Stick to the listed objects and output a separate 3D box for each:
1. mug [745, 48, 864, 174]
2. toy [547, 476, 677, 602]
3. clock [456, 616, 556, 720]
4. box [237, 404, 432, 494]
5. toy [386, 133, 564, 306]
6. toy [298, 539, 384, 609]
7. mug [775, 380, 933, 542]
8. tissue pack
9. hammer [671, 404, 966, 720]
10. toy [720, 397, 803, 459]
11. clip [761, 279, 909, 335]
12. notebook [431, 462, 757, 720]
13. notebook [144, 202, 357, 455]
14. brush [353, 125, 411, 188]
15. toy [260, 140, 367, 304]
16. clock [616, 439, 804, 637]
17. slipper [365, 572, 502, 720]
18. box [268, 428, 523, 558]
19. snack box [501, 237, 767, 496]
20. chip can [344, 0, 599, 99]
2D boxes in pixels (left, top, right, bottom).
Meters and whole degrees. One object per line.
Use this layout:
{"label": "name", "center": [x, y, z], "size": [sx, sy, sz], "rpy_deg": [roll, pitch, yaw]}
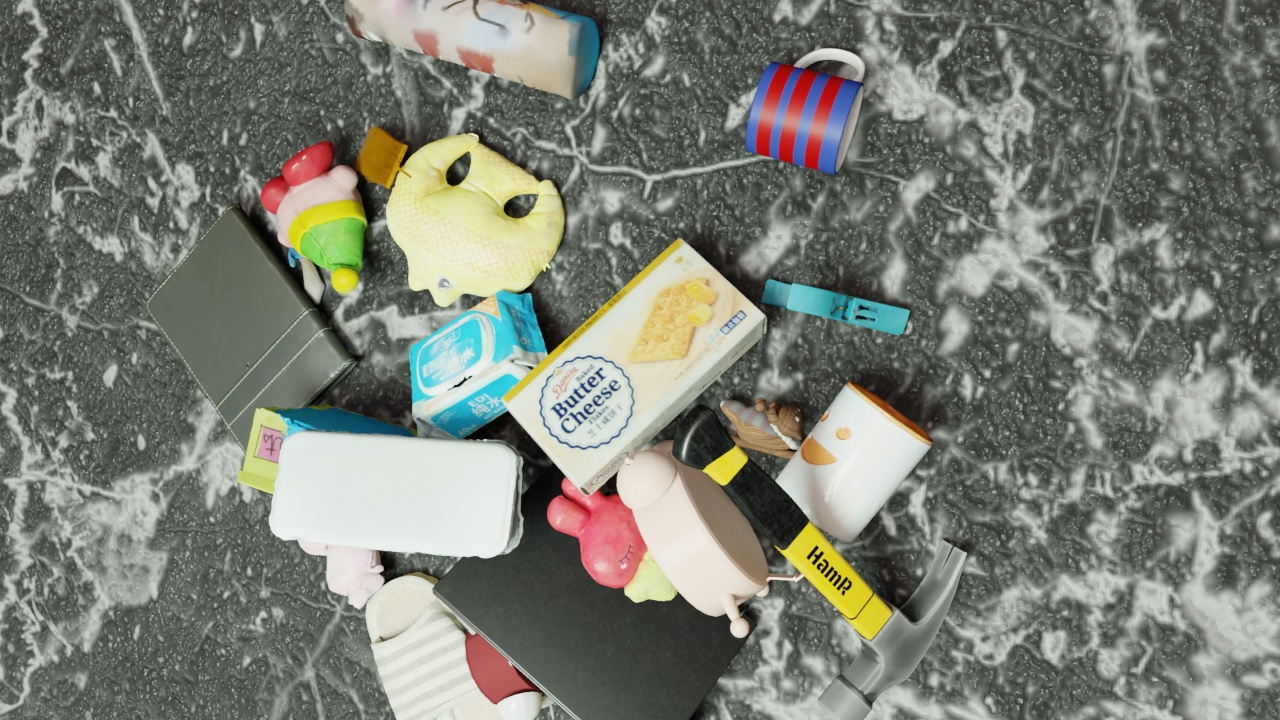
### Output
{"label": "mug", "center": [0.142, -0.215, 0.759], "size": [0.076, 0.075, 0.111], "rpy_deg": [19, 70, 15]}
{"label": "toy", "center": [-0.018, 0.149, 0.782], "size": [0.135, 0.091, 0.045], "rpy_deg": [39, 135, 1]}
{"label": "clock", "center": [-0.113, 0.275, 0.827], "size": [0.044, 0.087, 0.124], "rpy_deg": [-30, 80, 15]}
{"label": "box", "center": [-0.238, 0.102, 0.843], "size": [0.221, 0.124, 0.079], "rpy_deg": [12, 92, 14]}
{"label": "toy", "center": [-0.157, -0.123, 0.847], "size": [0.170, 0.064, 0.155], "rpy_deg": [32, 87, 6]}
{"label": "toy", "center": [-0.287, 0.190, 0.898], "size": [0.063, 0.047, 0.110], "rpy_deg": [-47, 68, 9]}
{"label": "mug", "center": [0.171, 0.082, 0.745], "size": [0.082, 0.082, 0.105], "rpy_deg": [38, 101, 12]}
{"label": "tissue pack", "center": [-0.151, 0.006, 0.830], "size": [0.145, 0.061, 0.092], "rpy_deg": [-31, 52, 17]}
{"label": "hammer", "center": [0.130, 0.140, 0.681], "size": [0.169, 0.034, 0.324], "rpy_deg": [-48, 120, -8]}
{"label": "toy", "center": [0.096, 0.057, 0.788], "size": [0.102, 0.041, 0.055], "rpy_deg": [14, 117, 7]}
{"label": "clip", "center": [0.148, -0.048, 0.766], "size": [0.119, 0.120, 0.033], "rpy_deg": [14, 94, 48]}
{"label": "notebook", "center": [-0.035, 0.210, 0.788], "size": [0.231, 0.019, 0.168], "rpy_deg": [38, 61, 12]}
{"label": "notebook", "center": [-0.400, -0.026, 0.930], "size": [0.170, 0.029, 0.209], "rpy_deg": [-41, 79, 18]}
{"label": "brush", "center": [-0.236, -0.185, 0.849], "size": [0.126, 0.017, 0.048], "rpy_deg": [37, 104, 54]}
{"label": "toy", "center": [-0.309, -0.123, 0.878], "size": [0.124, 0.096, 0.131], "rpy_deg": [-33, 101, 20]}
{"label": "clock", "center": [0.056, 0.133, 0.753], "size": [0.086, 0.131, 0.160], "rpy_deg": [-43, 80, 12]}
{"label": "slipper", "center": [-0.170, 0.327, 0.865], "size": [0.114, 0.054, 0.272], "rpy_deg": [-37, 82, 8]}
{"label": "box", "center": [-0.198, 0.110, 0.745], "size": [0.214, 0.063, 0.118], "rpy_deg": [3, 87, 16]}
{"label": "snack box", "center": [-0.005, 0.004, 0.770], "size": [0.207, 0.057, 0.104], "rpy_deg": [-42, 73, -6]}
{"label": "chip can", "center": [-0.154, -0.301, 0.833], "size": [0.230, 0.079, 0.080], "rpy_deg": [20, 96, 15]}
